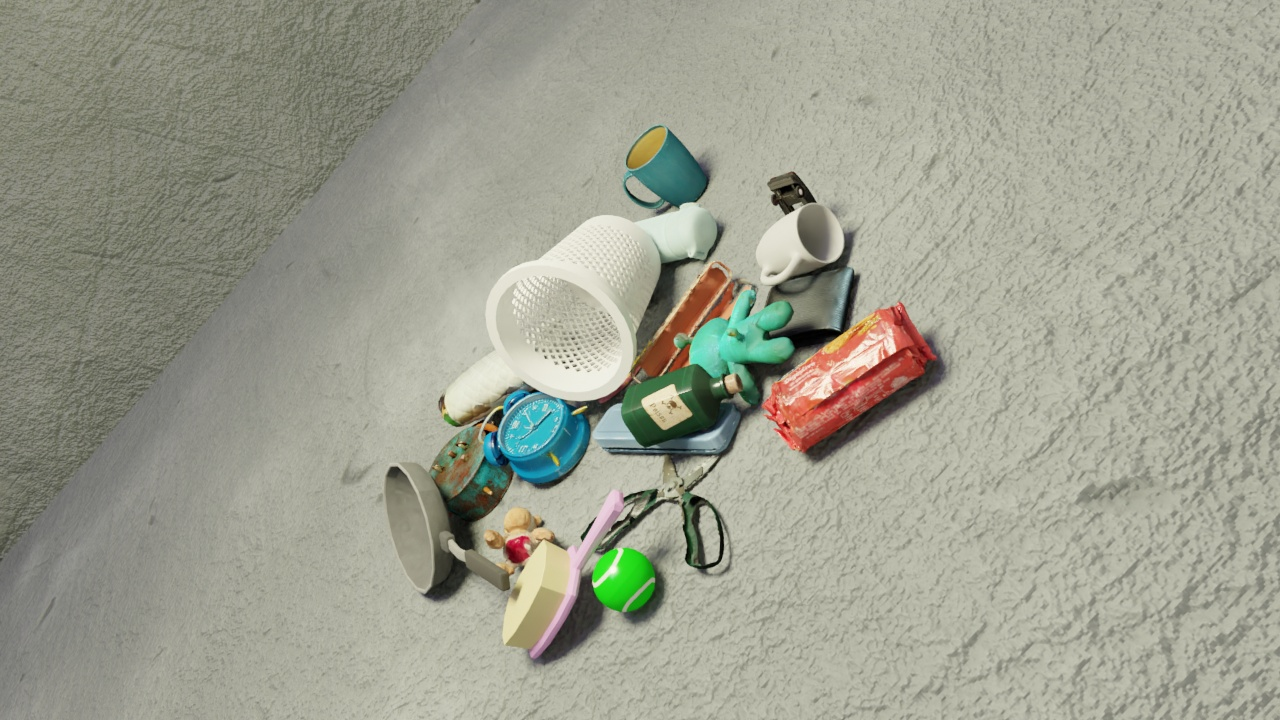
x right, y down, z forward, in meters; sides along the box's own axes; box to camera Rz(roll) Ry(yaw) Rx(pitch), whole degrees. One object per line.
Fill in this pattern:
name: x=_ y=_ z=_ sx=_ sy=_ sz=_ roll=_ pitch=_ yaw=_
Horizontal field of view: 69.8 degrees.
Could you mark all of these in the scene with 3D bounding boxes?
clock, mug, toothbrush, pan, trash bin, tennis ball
clock: x=-0.242 y=0.143 z=1.285 sx=0.121 sy=0.073 sz=0.157 roll=-35 pitch=36 yaw=22
mug: x=0.030 y=-0.268 z=1.333 sx=0.112 sy=0.104 sz=0.084 roll=-36 pitch=37 yaw=24
toothbrush: x=-0.007 y=0.007 z=1.198 sx=0.135 sy=0.016 sz=0.021 roll=-48 pitch=36 yaw=8
pan: x=-0.243 y=0.226 z=1.153 sx=0.358 sy=0.041 sz=0.179 roll=9 pitch=107 yaw=56
mug: x=0.169 y=-0.120 z=1.055 sx=0.090 sy=0.071 sz=0.107 roll=-23 pitch=26 yaw=56
clock: x=-0.144 y=0.096 z=1.205 sx=0.162 sy=0.060 sz=0.116 roll=4 pitch=57 yaw=34
trash bin: x=-0.067 y=-0.085 z=1.192 sx=0.196 sy=0.195 sz=0.199 roll=-22 pitch=23 yaw=35
tennis ball: x=-0.017 y=0.228 z=0.956 sx=0.065 sy=0.065 sz=0.065 roll=-30 pitch=39 yaw=28

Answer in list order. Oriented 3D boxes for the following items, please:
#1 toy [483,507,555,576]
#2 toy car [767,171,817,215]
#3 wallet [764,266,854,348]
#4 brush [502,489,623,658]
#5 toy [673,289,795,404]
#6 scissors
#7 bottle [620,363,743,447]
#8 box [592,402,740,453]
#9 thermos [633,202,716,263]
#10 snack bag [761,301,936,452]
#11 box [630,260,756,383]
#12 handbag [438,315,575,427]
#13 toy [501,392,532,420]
toy: x=-0.141 y=0.212 z=1.119 sx=0.085 sy=0.074 sz=0.106 roll=-12 pitch=18 yaw=1
toy car: x=0.188 y=-0.185 z=1.087 sx=0.040 sy=0.092 sz=0.037 roll=-11 pitch=40 yaw=42
wallet: x=0.183 y=-0.057 z=1.031 sx=0.115 sy=0.026 sz=0.089 roll=-13 pitch=48 yaw=42
brush: x=-0.085 y=0.222 z=0.985 sx=0.229 sy=0.043 sz=0.089 roll=-60 pitch=17 yaw=27
toy: x=0.100 y=-0.015 z=1.028 sx=0.194 sy=0.072 sz=0.130 roll=-22 pitch=63 yaw=55
scissors: x=0.021 y=0.177 z=0.998 sx=0.202 sy=0.015 sz=0.201 roll=-40 pitch=31 yaw=12
bottle: x=0.050 y=0.044 z=1.010 sx=0.131 sy=0.061 sz=0.061 roll=-21 pitch=28 yaw=24
box: x=0.030 y=0.081 z=1.081 sx=0.210 sy=0.037 sz=0.065 roll=-3 pitch=44 yaw=45
thermos: x=0.016 y=-0.167 z=1.288 sx=0.207 sy=0.065 sz=0.078 roll=-7 pitch=80 yaw=46
snack bag: x=0.198 y=0.020 z=0.897 sx=0.177 sy=0.082 sz=0.082 roll=-38 pitch=36 yaw=19
box: x=0.065 y=-0.034 z=1.131 sx=0.187 sy=0.085 sz=0.048 roll=-55 pitch=-3 yaw=-4
handbag: x=-0.186 y=0.020 z=1.318 sx=0.195 sy=0.072 sz=0.138 roll=-28 pitch=13 yaw=30
toy: x=-0.152 y=0.062 z=1.296 sx=0.112 sy=0.030 sz=0.049 roll=-29 pitch=11 yaw=32
